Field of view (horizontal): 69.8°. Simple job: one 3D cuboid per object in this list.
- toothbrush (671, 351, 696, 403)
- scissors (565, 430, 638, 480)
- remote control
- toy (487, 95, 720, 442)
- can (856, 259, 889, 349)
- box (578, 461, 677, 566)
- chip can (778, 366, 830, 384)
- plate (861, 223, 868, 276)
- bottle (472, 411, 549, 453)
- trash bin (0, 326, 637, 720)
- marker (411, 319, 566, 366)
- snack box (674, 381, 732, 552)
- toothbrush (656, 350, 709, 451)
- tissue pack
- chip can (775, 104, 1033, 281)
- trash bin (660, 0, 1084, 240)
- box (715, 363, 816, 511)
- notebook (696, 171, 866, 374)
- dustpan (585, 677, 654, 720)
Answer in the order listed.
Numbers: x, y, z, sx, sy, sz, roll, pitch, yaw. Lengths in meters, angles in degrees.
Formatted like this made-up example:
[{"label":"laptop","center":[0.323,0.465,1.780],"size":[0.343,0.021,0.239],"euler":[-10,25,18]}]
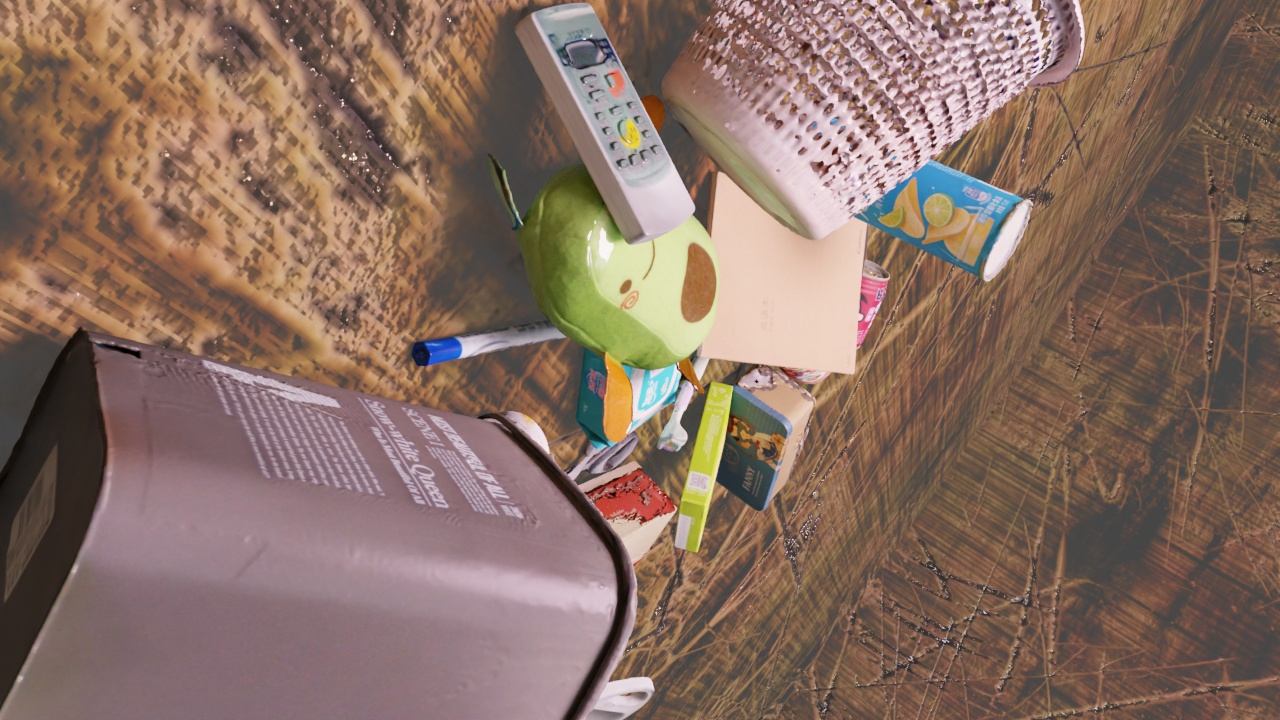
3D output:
[{"label":"toothbrush","center":[0.077,-0.039,0.878],"size":[0.186,0.012,0.017],"euler":[-58,149,4]},{"label":"scissors","center":[-0.061,0.107,0.809],"size":[0.172,0.014,0.146],"euler":[-58,153,3]},{"label":"remote control","center":[-0.017,-0.130,0.506],"size":[0.019,0.135,0.056],"euler":[-22,-172,41]},{"label":"toy","center":[-0.004,-0.059,0.601],"size":[0.246,0.090,0.227],"euler":[14,77,-63]},{"label":"can","center":[0.241,-0.067,1.059],"size":[0.066,0.066,0.094],"euler":[-18,135,-51]},{"label":"box","center":[-0.041,0.163,0.817],"size":[0.168,0.080,0.091],"euler":[-18,144,-52]},{"label":"chip can","center":[0.155,-0.027,0.940],"size":[0.071,0.071,0.214],"euler":[-57,158,2]},{"label":"plate","center":[0.202,-0.124,0.937],"size":[0.179,0.024,0.179],"euler":[-27,120,-61]},{"label":"bottle","center":[-0.113,0.070,0.624],"size":[0.108,0.063,0.063],"euler":[-7,126,-57]},{"label":"trash bin","center":[-0.158,0.105,0.408],"size":[0.219,0.199,0.199],"euler":[26,97,-40]},{"label":"marker","center":[-0.092,-0.015,0.617],"size":[0.145,0.017,0.017],"euler":[-15,132,-53]},{"label":"snack box","center":[0.065,0.105,0.928],"size":[0.086,0.026,0.156],"euler":[94,11,-46]},{"label":"toothbrush","center":[0.054,0.003,0.809],"size":[0.020,0.029,0.189],"euler":[51,44,-30]},{"label":"tissue pack","center":[-0.004,0.004,0.747],"size":[0.093,0.050,0.134],"euler":[-34,146,-41]},{"label":"chip can","center":[0.206,-0.141,0.757],"size":[0.071,0.210,0.071],"euler":[-39,148,-31]},{"label":"trash bin","center":[0.129,-0.195,0.598],"size":[0.192,0.227,0.227],"euler":[-46,154,7]},{"label":"box","center":[0.131,0.090,1.024],"size":[0.061,0.090,0.185],"euler":[-38,149,-34]},{"label":"notebook","center":[0.129,-0.068,0.798],"size":[0.211,0.012,0.149],"euler":[6,88,-42]},{"label":"dustpan","center":[-0.118,0.368,0.864],"size":[0.257,0.143,0.223],"euler":[-54,153,-9]}]
